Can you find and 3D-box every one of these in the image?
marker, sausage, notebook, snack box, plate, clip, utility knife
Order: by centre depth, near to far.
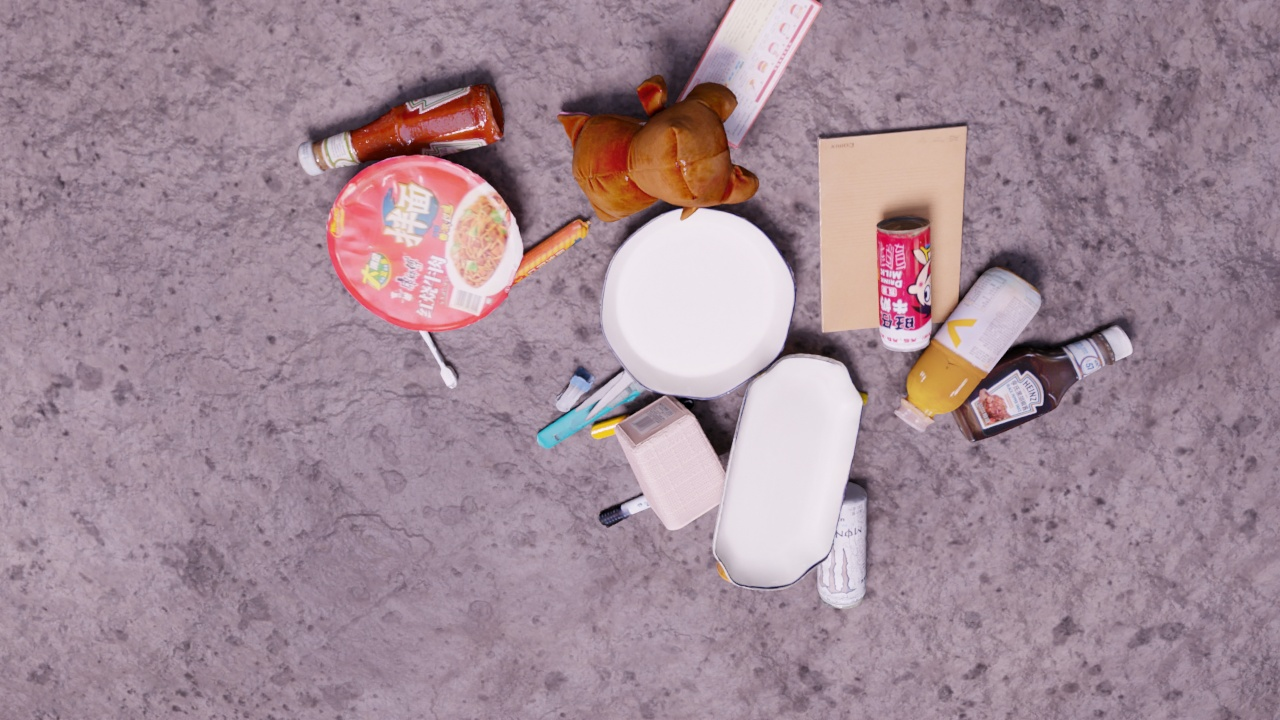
[{"bbox_3d":[0.102,-0.295,0.897,0.077,0.027,0.156,28,110,-9],"label":"snack box"},{"bbox_3d":[0.264,-0.135,0.968,0.149,0.012,0.212,-4,113,3],"label":"notebook"},{"bbox_3d":[0.059,-0.061,0.975,0.205,0.045,0.205,0,105,-1],"label":"plate"},{"bbox_3d":[-0.121,-0.104,0.985,0.165,0.021,0.021,-32,108,14],"label":"sausage"},{"bbox_3d":[0.155,0.120,1.004,0.161,0.034,0.266,6,98,-26],"label":"plate"},{"bbox_3d":[-0.077,0.036,1.045,0.027,0.045,0.058,33,115,-13],"label":"clip"},{"bbox_3d":[-0.056,0.059,1.055,0.151,0.012,0.029,-32,105,14],"label":"utility knife"},{"bbox_3d":[0.002,0.065,1.056,0.124,0.015,0.018,-17,112,6],"label":"marker"},{"bbox_3d":[0.011,0.168,1.096,0.131,0.018,0.022,-23,118,11],"label":"marker"}]

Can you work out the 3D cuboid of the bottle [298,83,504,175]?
[{"bbox_3d":[-0.241,-0.225,0.920,0.206,0.059,0.060,-13,111,7],"label":"bottle"}]

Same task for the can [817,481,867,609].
[{"bbox_3d":[0.238,0.218,1.088,0.058,0.058,0.147,-4,112,3],"label":"can"}]

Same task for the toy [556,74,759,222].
[{"bbox_3d":[0.011,-0.198,0.885,0.200,0.130,0.140,-3,111,40],"label":"toy"}]

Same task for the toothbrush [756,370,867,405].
[{"bbox_3d":[0.164,0.024,1.032,0.190,0.016,0.016,14,112,-4],"label":"toothbrush"}]

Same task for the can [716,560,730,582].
[{"bbox_3d":[0.128,0.190,1.080,0.058,0.058,0.146,7,112,-1],"label":"can"}]

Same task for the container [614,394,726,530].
[{"bbox_3d":[0.035,0.108,1.017,0.090,0.090,0.111,-30,115,-8],"label":"container"}]

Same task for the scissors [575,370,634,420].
[{"bbox_3d":[0.005,0.016,1.027,0.125,0.012,0.174,21,106,-9],"label":"scissors"}]

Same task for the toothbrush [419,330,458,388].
[{"bbox_3d":[-0.248,-0.049,1.017,0.016,0.016,0.180,-24,107,6],"label":"toothbrush"}]

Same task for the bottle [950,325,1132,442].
[{"bbox_3d":[0.437,0.019,1.009,0.195,0.044,0.080,-26,107,11],"label":"bottle"}]

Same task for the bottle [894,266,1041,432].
[{"bbox_3d":[0.342,-0.009,0.974,0.068,0.068,0.190,33,101,-11],"label":"bottle"}]

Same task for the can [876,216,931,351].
[{"bbox_3d":[0.275,-0.079,0.956,0.053,0.053,0.133,-7,113,4],"label":"can"}]

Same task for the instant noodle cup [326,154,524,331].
[{"bbox_3d":[-0.217,-0.127,0.946,0.194,0.065,0.194,-1,120,-2],"label":"instant noodle cup"}]
